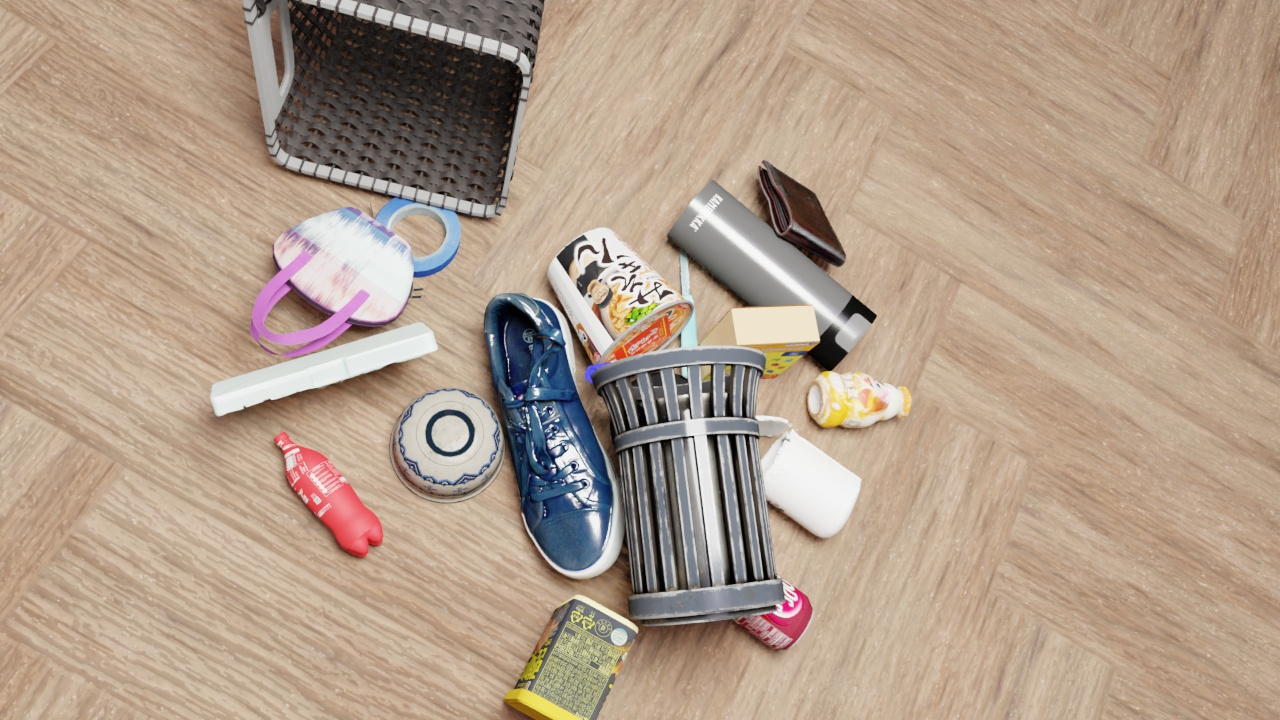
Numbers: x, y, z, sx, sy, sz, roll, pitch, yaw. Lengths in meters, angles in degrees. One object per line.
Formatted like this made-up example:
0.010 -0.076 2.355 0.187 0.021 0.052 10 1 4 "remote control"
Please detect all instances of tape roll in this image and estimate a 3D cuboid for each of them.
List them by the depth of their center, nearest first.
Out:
-0.240 -0.135 0.983 0.093 0.016 0.091 -10 75 -16 "tape roll"

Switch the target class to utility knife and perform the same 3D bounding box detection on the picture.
0.053 -0.055 1.022 0.022 0.016 0.168 11 63 -27 "utility knife"

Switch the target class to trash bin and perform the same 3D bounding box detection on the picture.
0.048 0.118 0.837 0.164 0.164 0.227 -3 76 -14 "trash bin"

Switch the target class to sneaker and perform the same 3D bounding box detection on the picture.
-0.092 0.063 0.880 0.121 0.127 0.294 -20 75 13 "sneaker"

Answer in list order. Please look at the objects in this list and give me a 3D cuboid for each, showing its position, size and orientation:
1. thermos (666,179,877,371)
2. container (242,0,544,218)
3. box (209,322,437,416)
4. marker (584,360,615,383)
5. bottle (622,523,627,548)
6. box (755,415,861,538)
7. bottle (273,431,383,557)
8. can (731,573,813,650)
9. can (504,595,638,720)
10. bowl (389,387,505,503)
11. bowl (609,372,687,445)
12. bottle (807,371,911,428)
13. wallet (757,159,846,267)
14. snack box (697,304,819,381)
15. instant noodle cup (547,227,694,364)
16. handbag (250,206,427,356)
0.148 -0.094 1.027 0.240 0.082 0.082 40 68 1 "thermos"
-0.224 -0.335 0.925 0.245 0.248 0.243 13 62 -9 "container"
-0.295 0.007 0.860 0.197 0.136 0.043 -17 95 -18 "box"
-0.006 0.006 0.951 0.141 0.020 0.020 -11 72 -54 "marker"
-0.006 0.180 0.932 0.025 0.025 0.106 -31 82 -21 "bottle"
0.155 0.111 0.967 0.161 0.081 0.091 33 80 0 "box"
-0.299 0.125 0.871 0.041 0.042 0.141 -40 85 -22 "bottle"
0.112 0.235 0.921 0.114 0.063 0.063 36 68 0 "can"
-0.063 0.278 0.831 0.072 0.131 0.100 30 65 -3 "can"
-0.188 0.078 0.903 0.115 0.059 0.115 4 72 -12 "bowl"
0.034 0.064 0.964 0.124 0.053 0.124 4 72 -12 "bowl"
0.243 0.044 1.015 0.108 0.063 0.063 2 72 -13 "bottle"
0.184 -0.169 1.050 0.099 0.031 0.119 23 39 -36 "wallet"
0.121 -0.016 0.971 0.088 0.126 0.040 -3 73 -15 "snack box"
-0.029 -0.066 0.964 0.123 0.124 0.121 -31 72 -21 "instant noodle cup"
-0.305 -0.067 0.887 0.144 0.068 0.169 34 46 -1 "handbag"
